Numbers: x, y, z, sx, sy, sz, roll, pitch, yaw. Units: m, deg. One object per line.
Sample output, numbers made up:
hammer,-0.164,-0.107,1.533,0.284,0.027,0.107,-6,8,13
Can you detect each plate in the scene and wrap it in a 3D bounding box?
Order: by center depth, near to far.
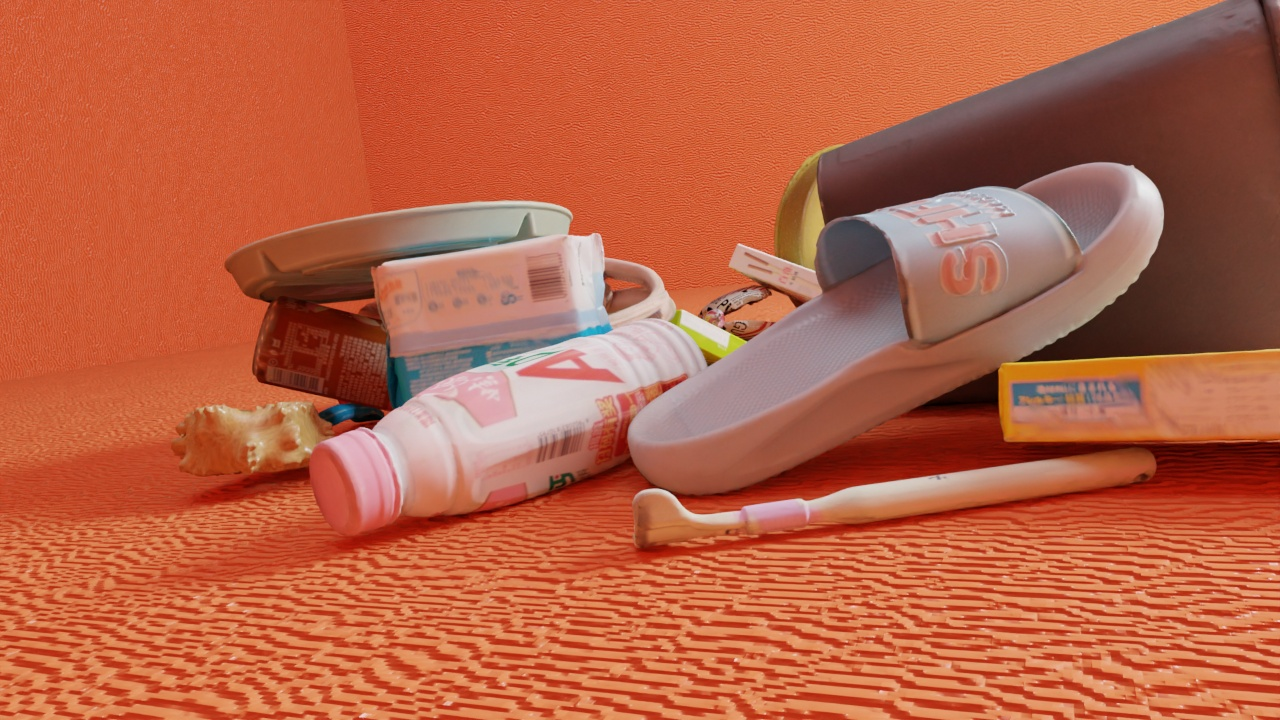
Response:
plate,-0.157,-0.069,0.623,0.230,0.027,0.230,-10,-1,0

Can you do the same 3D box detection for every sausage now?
sausage,0.059,-0.030,0.843,0.020,0.020,0.156,-7,-4,-4

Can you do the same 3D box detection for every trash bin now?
trash bin,0.233,-0.072,0.518,0.220,0.198,0.198,-10,4,27

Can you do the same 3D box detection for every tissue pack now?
tissue pack,-0.085,-0.021,0.538,0.140,0.090,0.063,-9,4,0

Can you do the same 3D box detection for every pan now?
pan,0.284,-0.116,1.034,0.356,0.197,0.078,14,-1,-33

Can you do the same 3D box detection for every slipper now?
slipper,0.098,-0.025,0.401,0.245,0.074,0.104,-29,18,1

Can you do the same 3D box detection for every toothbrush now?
toothbrush,0.091,0.046,0.325,0.189,0.029,0.020,-6,49,-4

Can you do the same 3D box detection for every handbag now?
handbag,-0.081,-0.030,0.717,0.235,0.093,0.192,-4,18,37

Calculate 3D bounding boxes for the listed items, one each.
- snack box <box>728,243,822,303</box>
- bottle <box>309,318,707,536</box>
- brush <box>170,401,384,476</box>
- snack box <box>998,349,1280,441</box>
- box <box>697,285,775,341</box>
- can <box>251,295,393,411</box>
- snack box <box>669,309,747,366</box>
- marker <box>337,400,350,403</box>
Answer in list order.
snack box,0.167,-0.066,0.864,0.157,0.027,0.084,25,4,33
bottle,-0.053,0.030,0.428,0.196,0.068,0.068,-17,12,-41
brush,-0.214,0.043,0.595,0.083,0.046,0.254,-8,1,1
snack box,0.211,0.015,0.342,0.141,0.033,0.086,-1,-5,25
box,0.095,-0.031,0.926,0.075,0.076,0.163,-18,2,-6
can,-0.171,0.003,0.600,0.147,0.058,0.058,14,1,-15
snack box,0.008,-0.017,0.811,0.085,0.026,0.157,23,-15,-40
marker,-0.210,0.016,0.850,0.145,0.017,0.017,-15,6,0
